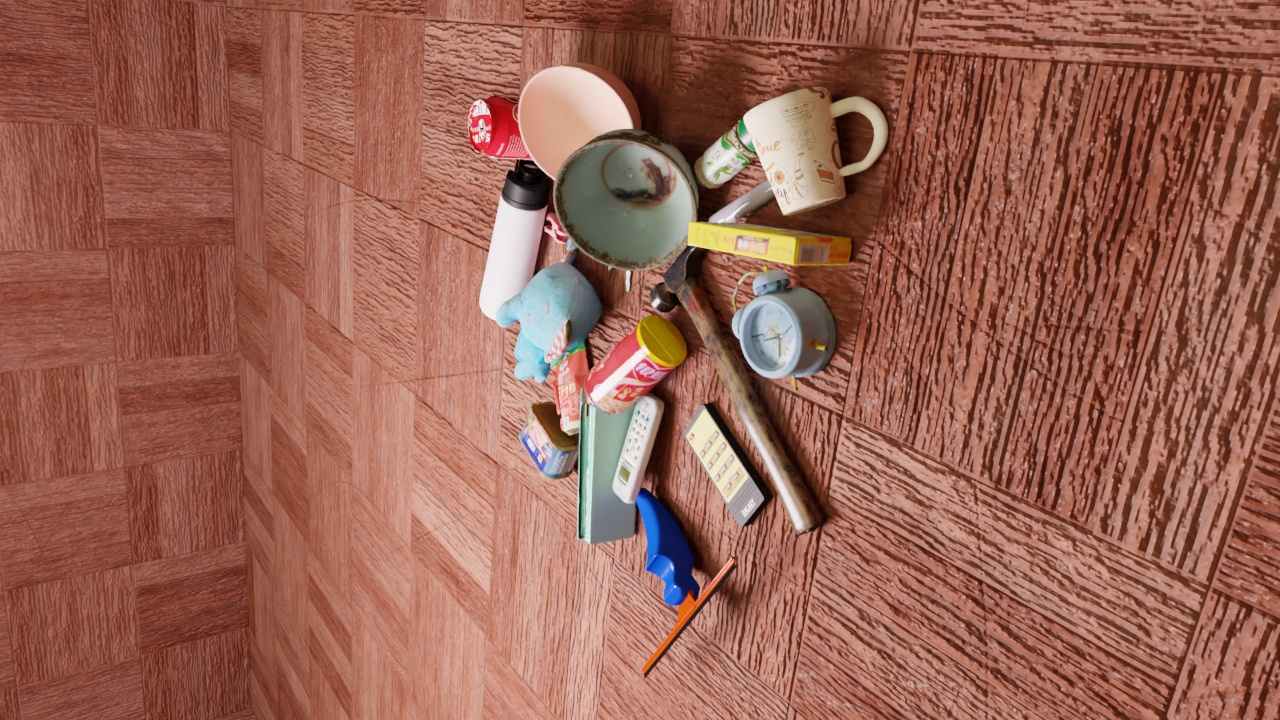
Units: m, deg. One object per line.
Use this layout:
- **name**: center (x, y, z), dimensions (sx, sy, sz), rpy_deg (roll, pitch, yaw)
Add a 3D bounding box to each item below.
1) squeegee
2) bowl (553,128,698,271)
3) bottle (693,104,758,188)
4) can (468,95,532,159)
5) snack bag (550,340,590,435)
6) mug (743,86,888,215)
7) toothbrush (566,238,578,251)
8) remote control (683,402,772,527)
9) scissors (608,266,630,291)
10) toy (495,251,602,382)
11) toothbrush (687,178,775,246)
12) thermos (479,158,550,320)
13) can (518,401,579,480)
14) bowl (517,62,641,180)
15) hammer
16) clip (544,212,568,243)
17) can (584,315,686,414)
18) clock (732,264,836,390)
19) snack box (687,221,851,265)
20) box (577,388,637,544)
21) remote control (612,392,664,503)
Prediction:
- **squeegee**: center (0.033, 0.230, 1.082), dimensions (0.250, 0.055, 0.184), rpy_deg (-61, 41, 39)
- **bowl**: center (-0.007, -0.191, 1.012), dimensions (0.160, 0.160, 0.093), rpy_deg (-59, 8, 41)
- **bottle**: center (0.097, -0.214, 0.930), dimensions (0.110, 0.042, 0.042), rpy_deg (-32, 70, 52)
- **can**: center (-0.137, -0.290, 1.150), dimensions (0.074, 0.142, 0.074), rpy_deg (14, 107, 52)
- **snack bag**: center (-0.096, 0.021, 1.244), dimensions (0.087, 0.044, 0.155), rpy_deg (-29, 68, 47)
- **mug**: center (0.164, -0.193, 0.830), dimensions (0.122, 0.080, 0.097), rpy_deg (-16, 90, 27)
- **toothbrush**: center (-0.070, -0.195, 1.183), dimensions (0.021, 0.016, 0.133), rpy_deg (55, 137, 35)
- **remote control**: center (0.094, 0.115, 1.016), dimensions (0.133, 0.013, 0.058), rpy_deg (57, 137, 31)
- **scissors**: center (-0.007, -0.140, 1.108), dimensions (0.117, 0.014, 0.130), rpy_deg (30, 120, 47)
- **toy**: center (-0.131, -0.051, 1.202), dimensions (0.181, 0.114, 0.183), rpy_deg (-45, 35, 36)
- **toothbrush**: center (0.099, -0.155, 0.956), dimensions (0.188, 0.018, 0.019), rpy_deg (-26, 73, 53)
- **thermos**: center (-0.175, -0.172, 1.291), dimensions (0.101, 0.068, 0.230), rpy_deg (-91, 15, -53)
- **can**: center (-0.125, 0.111, 1.283), dimensions (0.099, 0.053, 0.059), rpy_deg (53, 133, 34)
- **bowl**: center (-0.060, -0.284, 1.083), dimensions (0.153, 0.075, 0.153), rpy_deg (15, 129, 19)
- **hammer**: center (0.109, 0.025, 0.965), dimensions (0.120, 0.033, 0.330), rpy_deg (-49, 58, 45)
- **clip**: center (-0.115, -0.174, 1.245), dimensions (0.060, 0.023, 0.044), rpy_deg (63, 145, 27)
- **can**: center (-0.006, 0.006, 1.076), dimensions (0.125, 0.066, 0.066), rpy_deg (-43, 62, 40)
- **clock**: center (0.134, -0.035, 0.900), dimensions (0.124, 0.051, 0.089), rpy_deg (55, 136, 28)
- **snack box**: center (0.121, -0.114, 0.884), dimensions (0.152, 0.075, 0.025), rpy_deg (20, 110, 51)
- **box**: center (-0.056, 0.132, 1.179), dimensions (0.091, 0.077, 0.188), rpy_deg (28, 121, 58)
- **remote control**: center (0.000, 0.106, 1.114), dimensions (0.050, 0.022, 0.133), rpy_deg (34, 111, 59)
